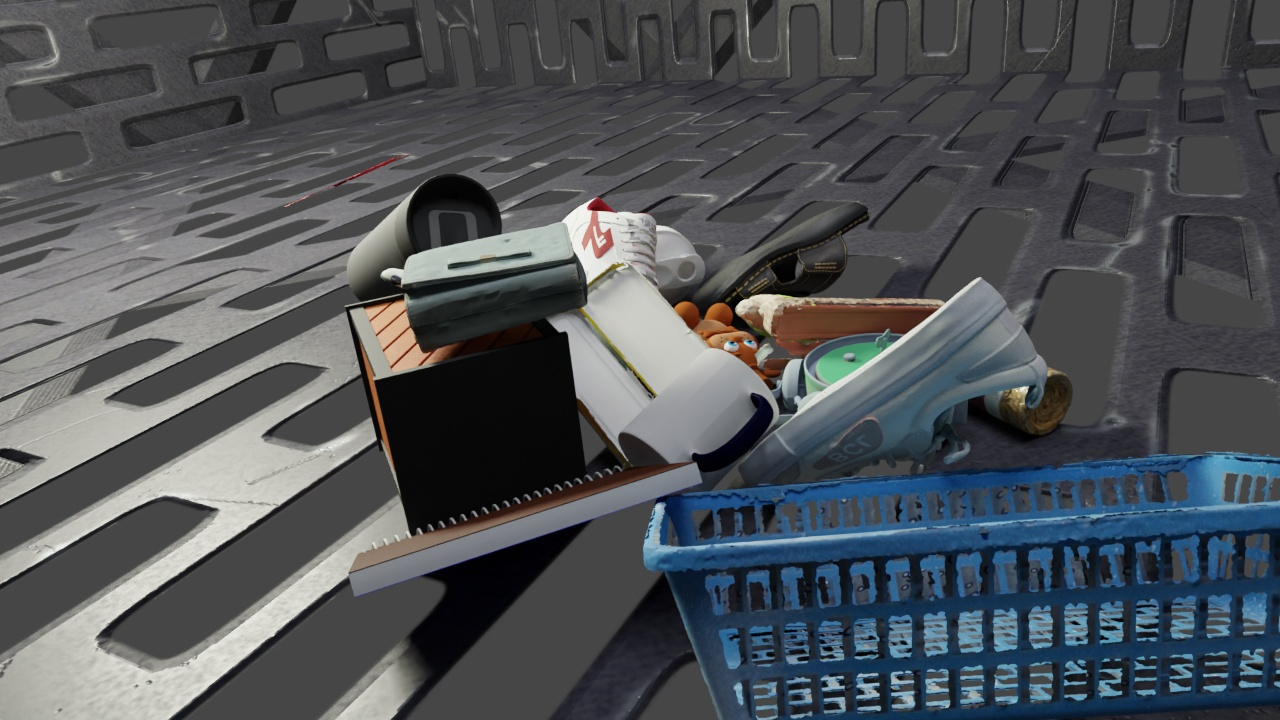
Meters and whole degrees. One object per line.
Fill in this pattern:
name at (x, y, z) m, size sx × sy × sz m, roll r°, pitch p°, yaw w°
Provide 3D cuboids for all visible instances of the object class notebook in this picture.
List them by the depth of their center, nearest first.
notebook at (-0.083, 0.106, 0.609) m, size 0.209 × 0.022 × 0.172 m, roll -16°, pitch -3°, yaw -17°

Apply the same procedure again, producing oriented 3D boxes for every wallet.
wallet at (-0.107, -0.059, 0.677) m, size 0.131 × 0.054 × 0.100 m, roll -12°, pitch 34°, yaw -6°

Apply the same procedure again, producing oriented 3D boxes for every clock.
clock at (0.179, 0.025, 0.762) m, size 0.161 × 0.075 × 0.121 m, roll -8°, pitch 24°, yaw -5°

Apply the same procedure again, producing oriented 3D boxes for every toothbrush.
toothbrush at (-0.154, -0.055, 0.745) m, size 0.189 × 0.016 × 0.017 m, roll 14°, pitch 41°, yaw 37°

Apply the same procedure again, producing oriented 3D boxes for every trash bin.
trash bin at (-0.144, 0.031, 0.745) m, size 0.139 × 0.140 × 0.172 m, roll -15°, pitch 26°, yaw -19°

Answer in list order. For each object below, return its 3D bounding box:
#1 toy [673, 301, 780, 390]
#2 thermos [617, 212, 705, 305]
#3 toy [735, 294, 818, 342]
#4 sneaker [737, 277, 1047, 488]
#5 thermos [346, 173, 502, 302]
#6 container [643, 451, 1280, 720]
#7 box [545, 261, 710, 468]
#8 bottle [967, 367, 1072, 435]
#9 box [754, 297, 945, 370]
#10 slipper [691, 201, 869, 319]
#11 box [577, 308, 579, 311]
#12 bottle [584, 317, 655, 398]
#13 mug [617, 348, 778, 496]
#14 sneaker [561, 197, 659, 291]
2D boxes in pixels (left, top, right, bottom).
toy at (0.083, -0.009, 0.878) m, size 0.094 × 0.065 × 0.128 m, roll -8°, pitch 28°, yaw -27°
thermos at (0.001, -0.129, 1.137) m, size 0.099 × 0.099 × 0.220 m, roll -11°, pitch 20°, yaw -11°
toy at (0.142, -0.044, 0.933) m, size 0.092 × 0.046 × 0.115 m, roll 13°, pitch 1°, yaw 34°
sneaker at (0.166, 0.048, 0.632) m, size 0.243 × 0.090 × 0.089 m, roll -42°, pitch -7°, yaw 40°
thermos at (-0.209, -0.102, 0.859) m, size 0.082 × 0.082 × 0.241 m, roll -20°, pitch 4°, yaw -29°
container at (0.188, 0.108, 0.469) m, size 0.362 × 0.089 × 0.257 m, roll -5°, pitch -4°, yaw 3°
box at (-0.007, 0.004, 0.795) m, size 0.129 × 0.036 × 0.209 m, roll -32°, pitch 57°, yaw -14°
bottle at (0.302, 0.018, 0.774) m, size 0.056 × 0.056 × 0.105 m, roll -16°, pitch 26°, yaw -22°
box at (0.197, -0.020, 0.832) m, size 0.186 × 0.083 × 0.042 m, roll 1°, pitch 23°, yaw -15°
slipper at (0.169, -0.104, 1.060) m, size 0.267 × 0.076 × 0.113 m, roll -31°, pitch 8°, yaw -25°
box at (-0.147, -0.075, 1.090) m, size 0.154 × 0.164 × 0.214 m, roll -44°, pitch 3°, yaw 31°
bottle at (-0.005, 0.005, 0.854) m, size 0.131 × 0.061 × 0.061 m, roll 13°, pitch 64°, yaw 36°
mug at (0.051, 0.051, 0.680) m, size 0.096 × 0.078 × 0.112 m, roll -43°, pitch 18°, yaw -20°
sneaker at (-0.019, -0.107, 0.973) m, size 0.104 × 0.090 × 0.236 m, roll -45°, pitch 35°, yaw 8°
